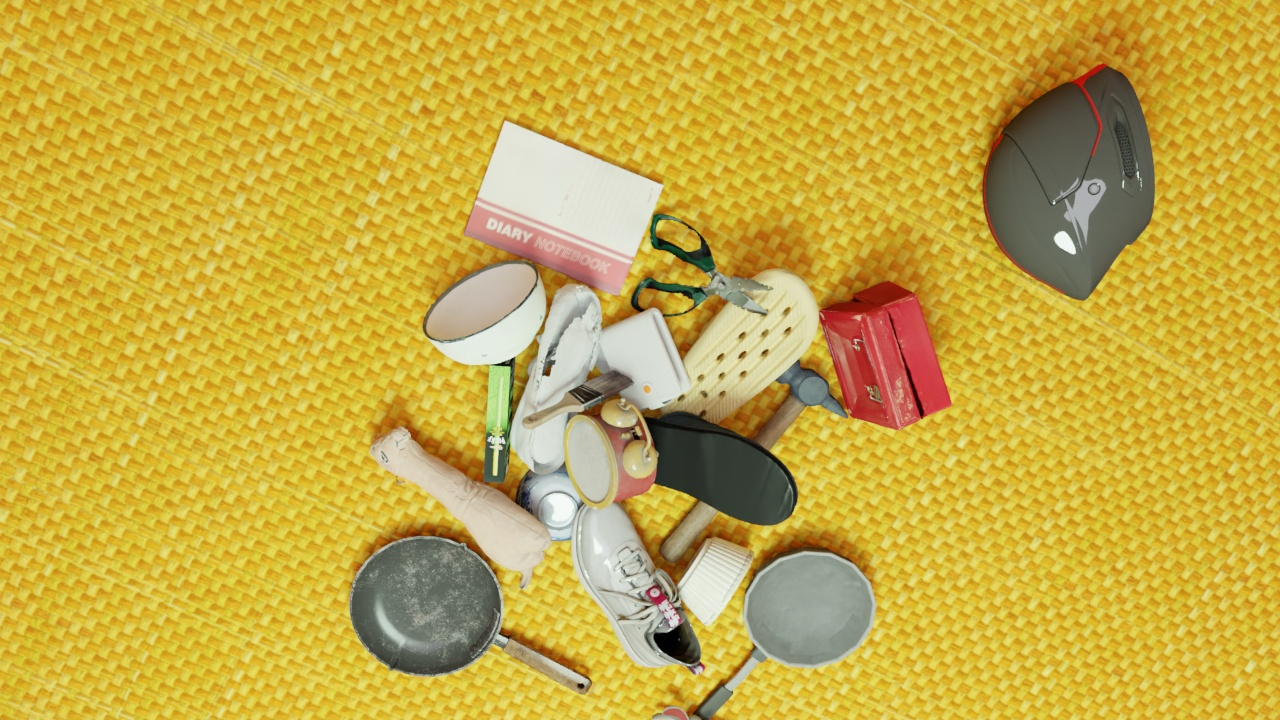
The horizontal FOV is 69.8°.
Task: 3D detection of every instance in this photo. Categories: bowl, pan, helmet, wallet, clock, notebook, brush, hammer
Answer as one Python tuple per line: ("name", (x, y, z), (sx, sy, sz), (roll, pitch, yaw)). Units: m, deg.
("bowl", (-0.178, -0.049, 1.104), (0.153, 0.153, 0.073), (-25, 124, 3))
("pan", (0.171, 0.397, 1.266), (0.178, 0.041, 0.358), (37, 104, -10))
("pan", (-0.218, 0.362, 1.241), (0.357, 0.040, 0.208), (30, 99, -10))
("helmet", (0.496, -0.200, 1.086), (0.170, 0.164, 0.264), (-13, 93, 12))
("bowl", (0.093, 0.283, 1.206), (0.062, 0.115, 0.115), (33, 99, 6))
("wallet", (-0.007, 0.007, 1.156), (0.116, 0.037, 0.118), (-21, 93, 34))
("clock", (-0.024, 0.109, 1.122), (0.081, 0.159, 0.117), (-11, 65, -33))
("notebook", (-0.096, -0.186, 1.139), (0.208, 0.012, 0.153), (21, 101, -7))
("brush", (-0.077, 0.049, 1.111), (0.151, 0.039, 0.012), (-27, 134, -28))
("bowl", (-0.109, 0.191, 1.203), (0.114, 0.045, 0.114), (-1, 102, -3))
("hammer", (0.134, 0.143, 1.212), (0.129, 0.040, 0.322), (37, 99, -14))

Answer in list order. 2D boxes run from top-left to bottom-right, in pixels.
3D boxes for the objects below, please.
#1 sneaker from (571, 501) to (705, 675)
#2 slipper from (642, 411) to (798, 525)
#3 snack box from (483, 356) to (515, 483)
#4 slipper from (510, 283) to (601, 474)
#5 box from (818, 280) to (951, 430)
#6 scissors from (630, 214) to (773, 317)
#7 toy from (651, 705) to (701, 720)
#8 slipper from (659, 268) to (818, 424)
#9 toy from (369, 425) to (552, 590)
("sneaker", (-0.001, 0.293, 1.179), (0.096, 0.129, 0.263), (-31, 104, -29))
("slipper", (0.088, 0.119, 1.147), (0.266, 0.083, 0.109), (14, 115, 36))
("snack box", (-0.177, 0.071, 1.156), (0.025, 0.080, 0.148), (4, 102, -4))
("slipper", (-0.107, 0.020, 1.142), (0.075, 0.112, 0.247), (25, 112, 23))
("box", (0.312, -0.008, 1.138), (0.112, 0.134, 0.157), (-21, 103, -9))
("scissors", (0.067, -0.080, 1.115), (0.210, 0.015, 0.142), (37, 109, 30))
("toy", (0.073, 0.506, 1.271), (0.111, 0.030, 0.049), (29, 137, -10))
("slipper", (0.124, -0.012, 1.157), (0.111, 0.079, 0.262), (39, 117, -4))
("toy", (-0.237, 0.191, 1.184), (0.264, 0.065, 0.197), (27, 136, 6))
